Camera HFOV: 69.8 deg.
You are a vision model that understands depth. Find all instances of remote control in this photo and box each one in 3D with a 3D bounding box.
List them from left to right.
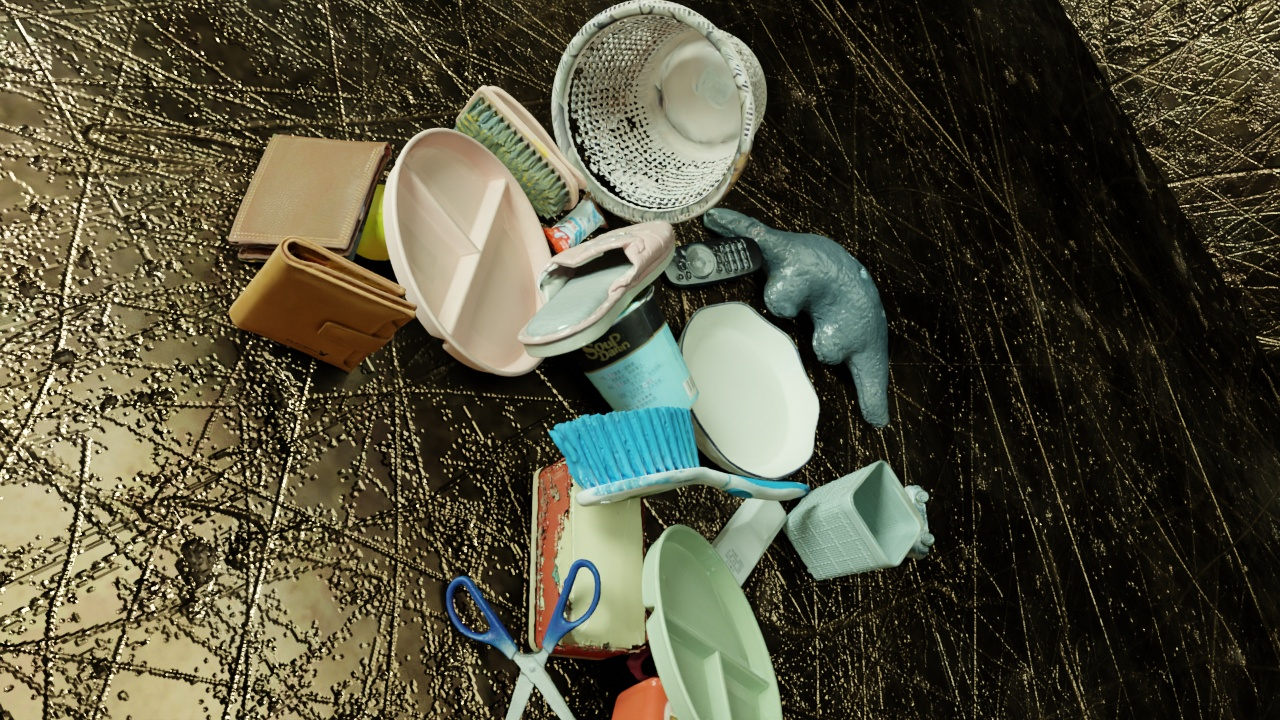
[{"bbox_3d":[0.081,-0.114,1.068,0.136,0.024,0.053,-13,82,-26],"label":"remote control"},{"bbox_3d":[0.113,0.183,0.957,0.049,0.024,0.124,55,47,-8],"label":"remote control"}]

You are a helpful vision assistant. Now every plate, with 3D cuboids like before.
[{"bbox_3d":[-0.148,-0.094,0.822,0.229,0.028,0.229,42,39,-47],"label":"plate"},{"bbox_3d":[0.064,0.256,0.806,0.230,0.027,0.229,54,20,-30],"label":"plate"},{"bbox_3d":[0.112,0.036,1.016,0.204,0.046,0.204,18,59,-33],"label":"plate"}]

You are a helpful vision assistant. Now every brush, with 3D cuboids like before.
[{"bbox_3d":[-0.117,-0.209,0.927,0.145,0.063,0.072,42,52,-13],"label":"brush"},{"bbox_3d":[0.051,0.095,0.851,0.313,0.061,0.109,-3,70,-47],"label":"brush"}]

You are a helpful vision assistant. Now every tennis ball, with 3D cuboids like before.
[{"bbox_3d":[-0.227,-0.119,0.792,0.065,0.066,0.065,19,58,-33],"label":"tennis ball"}]

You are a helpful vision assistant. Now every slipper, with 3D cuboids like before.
[{"bbox_3d":[-0.040,-0.084,0.877,0.273,0.114,0.054,-55,131,-54],"label":"slipper"}]

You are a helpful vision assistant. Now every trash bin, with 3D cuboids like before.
[{"bbox_3d":[0.044,-0.284,1.021,0.227,0.228,0.191,54,33,-5],"label":"trash bin"}]

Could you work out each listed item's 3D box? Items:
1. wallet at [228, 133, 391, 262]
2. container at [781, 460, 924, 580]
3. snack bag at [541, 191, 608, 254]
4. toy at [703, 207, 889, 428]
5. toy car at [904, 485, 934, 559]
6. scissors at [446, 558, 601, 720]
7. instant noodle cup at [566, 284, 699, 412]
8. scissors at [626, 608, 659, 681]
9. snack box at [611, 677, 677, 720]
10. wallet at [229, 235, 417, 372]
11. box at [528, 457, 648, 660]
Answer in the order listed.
[{"bbox_3d":[-0.267,-0.134,0.751,0.101,0.032,0.124,4,59,7],"label":"wallet"},{"bbox_3d":[0.226,0.177,0.994,0.089,0.112,0.090,-34,92,-44],"label":"container"},{"bbox_3d":[-0.068,-0.140,0.965,0.103,0.026,0.048,-43,107,-44],"label":"snack bag"},{"bbox_3d":[0.225,-0.080,1.149,0.356,0.091,0.137,46,74,-11],"label":"toy"},{"bbox_3d":[0.334,0.198,1.126,0.034,0.043,0.090,3,68,-3],"label":"toy car"},{"bbox_3d":[-0.088,0.228,0.723,0.162,0.012,0.175,30,86,9],"label":"scissors"},{"bbox_3d":[-0.005,0.005,0.899,0.111,0.111,0.120,-44,108,-44],"label":"instant noodle cup"},{"bbox_3d":[0.026,0.243,0.861,0.137,0.017,0.093,-20,75,-49],"label":"scissors"},{"bbox_3d":[0.018,0.322,0.773,0.091,0.082,0.080,35,37,-23],"label":"snack box"},{"bbox_3d":[-0.240,-0.038,0.693,0.107,0.132,0.031,27,57,-29],"label":"wallet"},{"bbox_3d":[-0.042,0.168,0.796,0.091,0.077,0.168,17,58,-34],"label":"box"}]
